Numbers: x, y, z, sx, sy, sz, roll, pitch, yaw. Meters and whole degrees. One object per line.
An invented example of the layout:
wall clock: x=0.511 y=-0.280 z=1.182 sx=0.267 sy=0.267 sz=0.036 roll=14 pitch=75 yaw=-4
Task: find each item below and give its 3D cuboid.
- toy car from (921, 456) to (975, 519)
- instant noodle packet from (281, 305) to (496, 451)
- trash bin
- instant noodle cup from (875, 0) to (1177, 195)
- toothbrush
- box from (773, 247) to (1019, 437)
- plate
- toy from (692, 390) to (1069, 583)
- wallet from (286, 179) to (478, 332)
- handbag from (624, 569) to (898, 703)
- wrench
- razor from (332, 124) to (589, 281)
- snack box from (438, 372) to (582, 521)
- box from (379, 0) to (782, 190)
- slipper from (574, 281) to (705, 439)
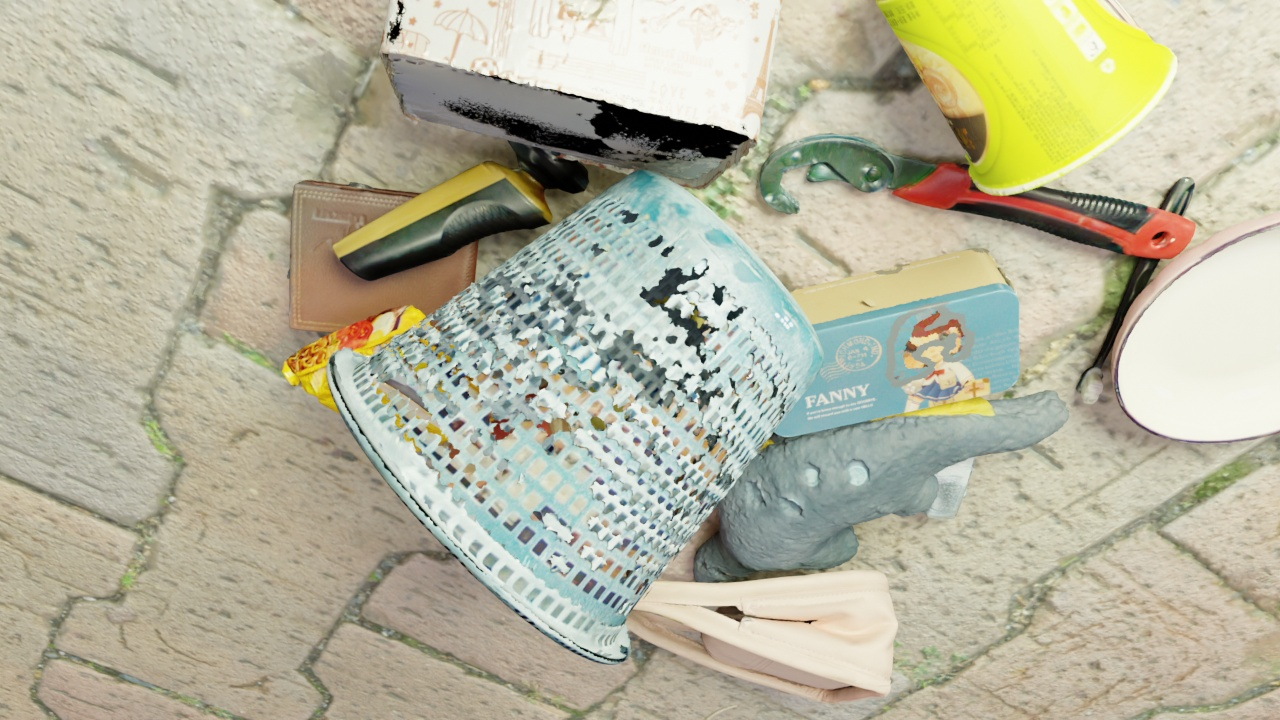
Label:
toy car: x=0.241 y=0.088 z=0.724 sx=0.043 sy=0.034 sz=0.091 roll=4 pitch=129 yaw=5
instant noodle packet: x=-0.155 y=0.017 z=0.622 sx=0.111 sy=0.044 sz=0.128 roll=-18 pitch=143 yaw=21
trash bin: x=-0.018 y=0.013 z=0.503 sx=0.195 sy=0.226 sz=0.226 roll=-44 pitch=119 yaw=-1
instant noodle cup: x=0.188 y=-0.169 z=0.474 sx=0.112 sy=0.111 sz=0.123 roll=-35 pitch=110 yaw=29
toothbrush: x=0.332 y=-0.041 z=0.619 sx=0.016 sy=0.018 sz=0.181 roll=9 pitch=129 yaw=7
box: x=0.156 y=-0.010 z=0.618 sx=0.184 sy=0.061 sz=0.090 roll=-16 pitch=125 yaw=7
plate: x=0.406 y=-0.024 z=0.606 sx=0.192 sy=0.039 sz=0.193 roll=0 pitch=131 yaw=0
toy: x=0.138 y=0.099 z=0.706 sx=0.137 sy=0.091 sz=0.358 roll=25 pitch=135 yaw=-31
wallet: x=-0.171 y=-0.065 z=0.616 sx=0.124 sy=0.032 sz=0.101 roll=6 pitch=109 yaw=-4
handbag: x=0.083 y=0.224 z=0.776 sx=0.234 sy=0.093 sz=0.194 roll=8 pitch=156 yaw=2
wrench: x=0.211 y=-0.100 z=0.575 sx=0.273 sy=0.016 sz=0.056 roll=9 pitch=130 yaw=0
razor: x=-0.115 y=-0.096 z=0.571 sx=0.167 sy=0.062 sz=0.067 roll=-23 pitch=83 yaw=10
snack box: x=-0.092 y=0.074 z=0.692 sx=0.094 sy=0.092 sz=0.077 roll=-15 pitch=127 yaw=5
box: x=-0.019 y=-0.199 z=0.468 sx=0.182 sy=0.153 sz=0.178 roll=12 pitch=90 yaw=-9
slipper: x=-0.004 y=0.004 z=0.644 sx=0.091 sy=0.081 sz=0.191 roll=6 pitch=133 yaw=-4
